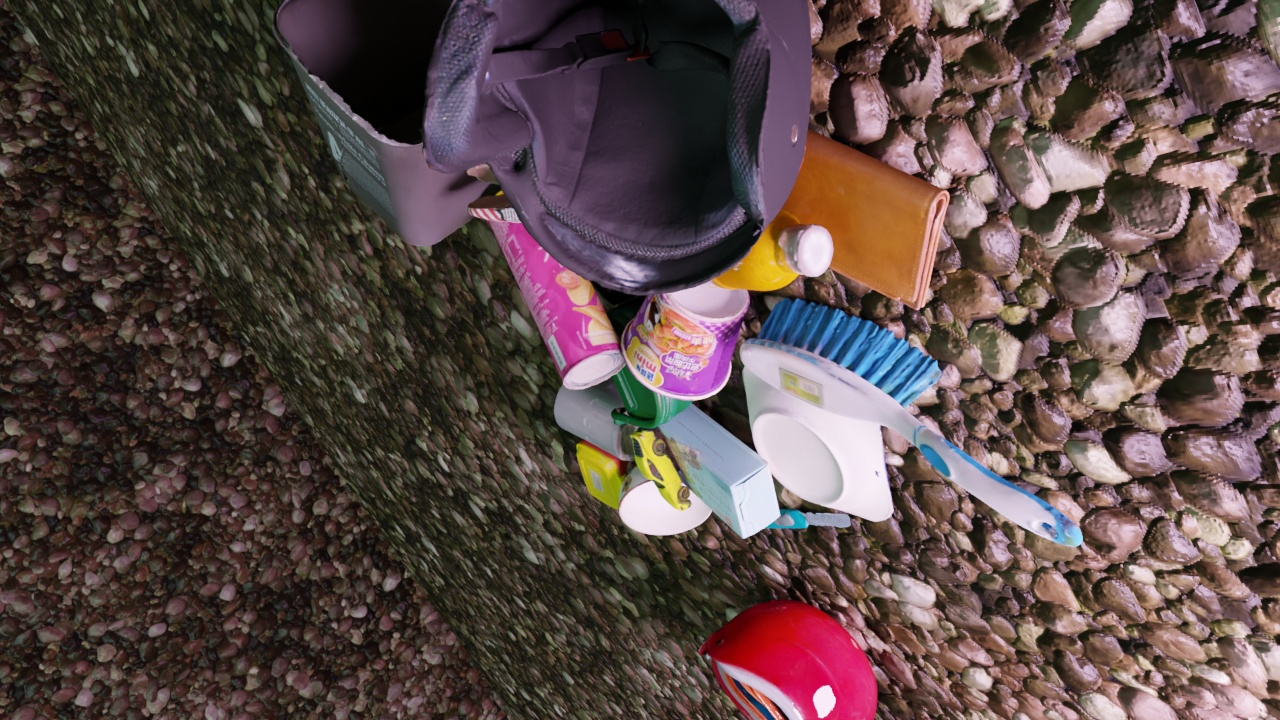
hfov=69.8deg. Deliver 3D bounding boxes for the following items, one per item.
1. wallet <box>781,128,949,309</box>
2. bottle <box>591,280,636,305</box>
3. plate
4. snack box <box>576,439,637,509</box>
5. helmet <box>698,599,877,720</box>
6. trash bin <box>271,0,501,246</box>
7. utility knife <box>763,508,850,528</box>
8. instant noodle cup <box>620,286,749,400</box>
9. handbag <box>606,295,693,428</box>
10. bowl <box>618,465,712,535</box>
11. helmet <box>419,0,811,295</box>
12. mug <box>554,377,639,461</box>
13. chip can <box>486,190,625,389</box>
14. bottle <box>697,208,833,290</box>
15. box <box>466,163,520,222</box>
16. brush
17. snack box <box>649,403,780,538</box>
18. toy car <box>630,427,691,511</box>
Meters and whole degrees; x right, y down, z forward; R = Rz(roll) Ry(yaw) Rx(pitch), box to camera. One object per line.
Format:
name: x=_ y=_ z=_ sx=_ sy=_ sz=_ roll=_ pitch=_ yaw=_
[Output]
wallet: x=0.157 y=-0.099 z=0.680 sx=0.131 sy=0.035 sz=0.119 roll=35 pitch=149 yaw=33
bottle: x=-0.001 y=-0.124 z=0.870 sx=0.080 sy=0.043 sz=0.195 roll=56 pitch=151 yaw=8
plate: x=0.160 y=0.085 z=0.885 sx=0.164 sy=0.034 sz=0.164 roll=20 pitch=138 yaw=45
snack box: x=-0.028 y=0.128 z=1.154 sx=0.082 sy=0.080 sz=0.091 roll=24 pitch=141 yaw=39
helmet: x=0.183 y=0.367 z=1.066 sx=0.207 sy=0.143 sz=0.240 roll=43 pitch=164 yaw=16
trash bin: x=-0.216 y=-0.246 z=0.899 sx=0.199 sy=0.198 sz=0.220 roll=46 pitch=156 yaw=11
utility knife: x=0.156 y=0.174 z=1.012 sx=0.029 sy=0.013 sz=0.222 roll=57 pitch=151 yaw=-10
instant noodle cup: x=0.045 y=-0.035 z=0.847 sx=0.111 sy=0.111 sz=0.099 roll=42 pitch=142 yaw=18
handbag: x=-0.006 y=0.006 z=0.967 sx=0.120 sy=0.067 sz=0.131 roll=-18 pitch=98 yaw=51
bowl: x=0.029 y=0.152 z=1.099 sx=0.062 sy=0.113 sz=0.114 roll=-94 pitch=-1 yaw=-45
helmet: x=0.001 y=-0.181 z=0.617 sx=0.233 sy=0.229 sz=0.275 roll=14 pitch=143 yaw=12
mug: x=-0.036 y=0.046 z=1.087 sx=0.103 sy=0.083 sz=0.124 roll=26 pitch=118 yaw=37
chip can: x=-0.086 y=-0.076 z=0.922 sx=0.210 sy=0.071 sz=0.072 roll=63 pitch=156 yaw=20
bottle: x=0.069 y=-0.090 z=0.724 sx=0.190 sy=0.067 sz=0.068 roll=13 pitch=133 yaw=53
box: x=-0.084 y=-0.146 z=0.836 sx=0.164 sy=0.075 sz=0.081 roll=2 pitch=87 yaw=26
brush: x=0.199 y=0.036 z=0.696 sx=0.315 sy=0.109 sz=0.061 roll=25 pitch=139 yaw=39
snack box: x=0.074 y=0.109 z=0.979 sx=0.175 sy=0.051 sz=0.074 roll=38 pitch=151 yaw=51
toy car: x=0.020 y=0.122 z=1.008 sx=0.105 sy=0.032 sz=0.048 roll=61 pitch=164 yaw=-8
